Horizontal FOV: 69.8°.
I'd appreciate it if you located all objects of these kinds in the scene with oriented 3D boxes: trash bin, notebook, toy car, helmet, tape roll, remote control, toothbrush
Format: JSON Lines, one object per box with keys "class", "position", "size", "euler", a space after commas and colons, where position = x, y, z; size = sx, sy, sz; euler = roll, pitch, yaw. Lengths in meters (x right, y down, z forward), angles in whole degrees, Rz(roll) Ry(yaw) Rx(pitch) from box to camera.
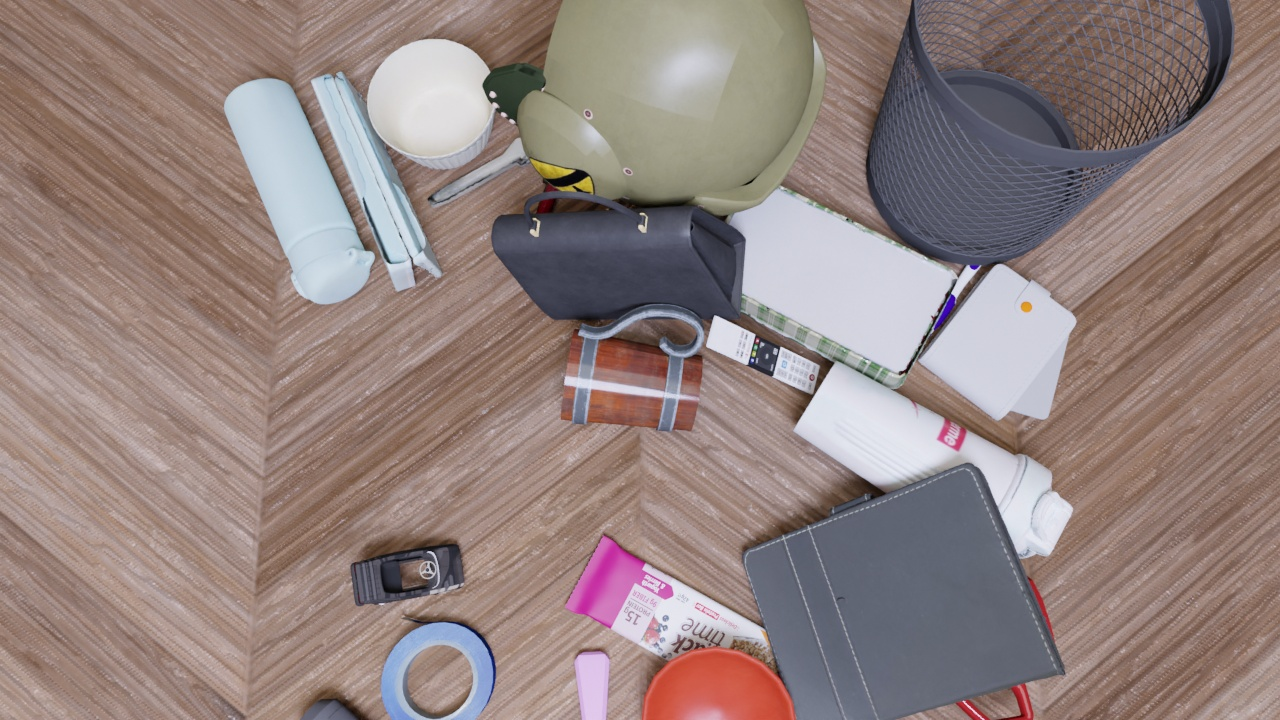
{"class": "trash bin", "position": [0.302, -0.207, 0.744], "size": [0.218, 0.227, 0.217], "euler": [0, 73, 1]}
{"class": "notebook", "position": [0.191, 0.188, 0.713], "size": [0.209, 0.029, 0.169], "euler": [-27, 63, 23]}
{"class": "toy car", "position": [-0.191, 0.177, 0.761], "size": [0.092, 0.037, 0.040], "euler": [-3, 74, -34]}
{"class": "helmet", "position": [0.026, -0.224, 0.733], "size": [0.233, 0.256, 0.250], "euler": [25, 79, 10]}
{"class": "tape roll", "position": [-0.168, 0.266, 0.767], "size": [0.091, 0.016, 0.093], "euler": [10, 79, 2]}
{"class": "remote control", "position": [0.105, -0.003, 0.792], "size": [0.124, 0.012, 0.028], "euler": [23, 76, -30]}
{"class": "toothbrush", "position": [0.275, -0.050, 0.829], "size": [0.016, 0.015, 0.186], "euler": [37, 80, 9]}

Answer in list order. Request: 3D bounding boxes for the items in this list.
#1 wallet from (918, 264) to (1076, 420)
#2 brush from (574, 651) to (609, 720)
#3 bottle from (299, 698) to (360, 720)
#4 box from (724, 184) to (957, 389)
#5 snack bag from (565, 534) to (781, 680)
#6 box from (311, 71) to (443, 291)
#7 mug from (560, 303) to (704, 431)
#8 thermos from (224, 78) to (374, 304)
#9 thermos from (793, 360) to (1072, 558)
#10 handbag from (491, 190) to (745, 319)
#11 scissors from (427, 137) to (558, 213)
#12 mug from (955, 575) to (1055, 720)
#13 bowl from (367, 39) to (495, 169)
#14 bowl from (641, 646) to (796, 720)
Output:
{"class": "wallet", "position": [0.328, -0.010, 0.810], "size": [0.115, 0.037, 0.118], "euler": [39, 85, 8]}
{"class": "brush", "position": [-0.036, 0.354, 0.734], "size": [0.089, 0.043, 0.228], "euler": [-3, 79, 0]}
{"class": "bottle", "position": [-0.229, 0.323, 0.741], "size": [0.112, 0.047, 0.047], "euler": [40, 81, 8]}
{"class": "box", "position": [0.162, -0.069, 0.810], "size": [0.205, 0.050, 0.117], "euler": [28, 77, 11]}
{"class": "snack bag", "position": [0.038, 0.226, 0.774], "size": [0.196, 0.016, 0.070], "euler": [28, 82, 6]}
{"class": "box", "position": [-0.242, -0.162, 0.826], "size": [0.067, 0.083, 0.199], "euler": [-27, 79, 12]}
{"class": "mug", "position": [-0.005, 0.004, 0.776], "size": [0.111, 0.081, 0.118], "euler": [9, 119, -2]}
{"class": "thermos", "position": [-0.309, -0.151, 0.830], "size": [0.078, 0.065, 0.206], "euler": [-30, 79, 18]}
{"class": "thermos", "position": [0.239, 0.087, 0.762], "size": [0.220, 0.099, 0.099], "euler": [31, 80, 10]}
{"class": "handbag", "position": [-0.028, -0.092, 0.723], "size": [0.176, 0.195, 0.072], "euler": [1, 77, 21]}
{"class": "scissors", "position": [-0.109, -0.172, 0.858], "size": [0.179, 0.015, 0.198], "euler": [-1, 77, 0]}
{"class": "mug", "position": [0.270, 0.236, 0.735], "size": [0.096, 0.080, 0.116], "euler": [-9, 72, -2]}
{"class": "bowl", "position": [-0.186, -0.228, 0.845], "size": [0.115, 0.062, 0.115], "euler": [0, 79, 0]}
{"class": "bowl", "position": [0.064, 0.285, 0.741], "size": [0.122, 0.035, 0.122], "euler": [1, 94, 9]}
